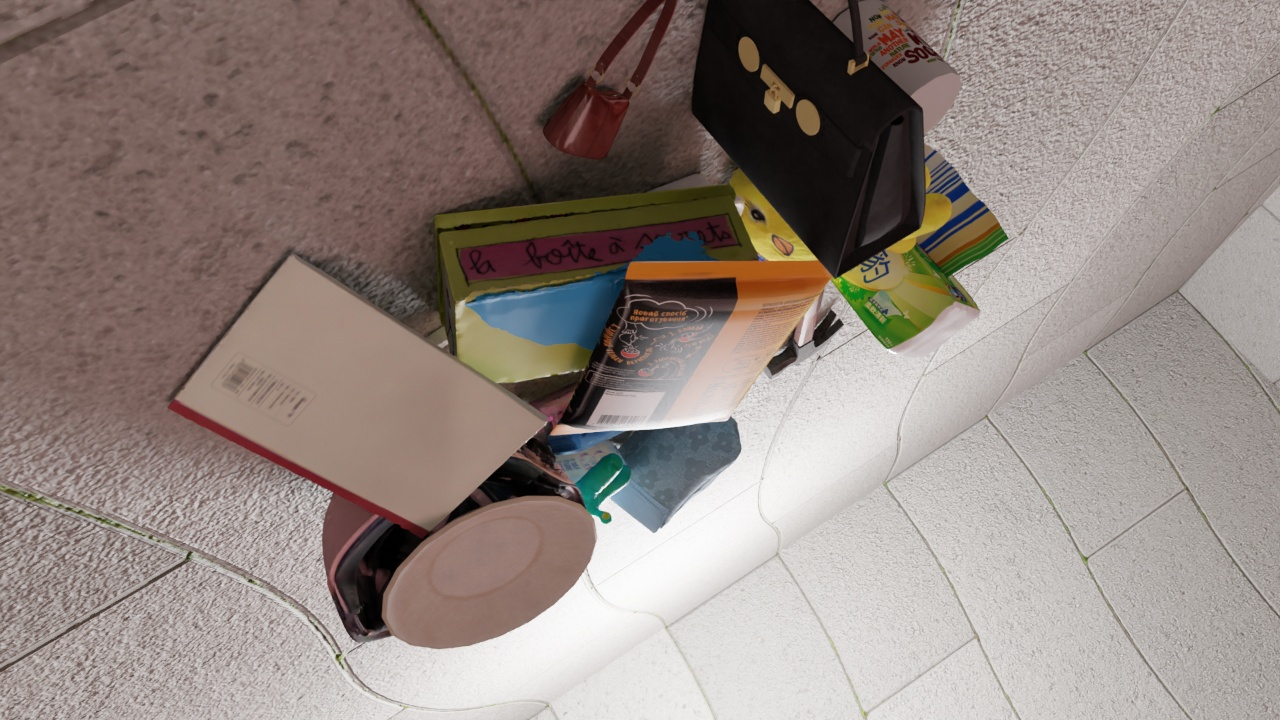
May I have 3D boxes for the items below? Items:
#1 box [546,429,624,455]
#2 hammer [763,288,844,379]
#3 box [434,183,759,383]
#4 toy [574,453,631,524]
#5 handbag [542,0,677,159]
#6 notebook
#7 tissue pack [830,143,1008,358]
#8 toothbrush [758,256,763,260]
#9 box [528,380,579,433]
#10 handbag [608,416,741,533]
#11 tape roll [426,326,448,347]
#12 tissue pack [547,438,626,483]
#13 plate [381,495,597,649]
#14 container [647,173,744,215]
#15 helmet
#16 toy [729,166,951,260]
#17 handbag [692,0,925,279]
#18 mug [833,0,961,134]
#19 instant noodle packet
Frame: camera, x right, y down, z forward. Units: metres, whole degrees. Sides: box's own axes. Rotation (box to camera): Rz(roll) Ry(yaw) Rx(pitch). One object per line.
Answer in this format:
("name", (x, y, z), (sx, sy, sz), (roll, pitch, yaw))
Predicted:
("box", (0.024, 0.041, 0.989), (0.231, 0.033, 0.175), (-23, -179, -23))
("hammer", (0.209, -0.071, 1.122), (0.111, 0.028, 0.301), (-30, 157, -10))
("box", (-0.034, -0.054, 0.675), (0.220, 0.080, 0.125), (-12, 150, -15))
("toy", (-0.086, 0.176, 0.984), (0.193, 0.072, 0.131), (-40, 154, -6))
("handbag", (-0.014, -0.185, 0.587), (0.055, 0.029, 0.120), (-6, 139, -54))
("notebook", (-0.192, 0.036, 0.638), (0.208, 0.012, 0.153), (36, 113, -28))
("tissue pack", (0.245, -0.117, 0.853), (0.142, 0.197, 0.120), (-42, 163, 24))
("toothbrush", (0.136, -0.093, 0.988), (0.018, 0.016, 0.182), (-35, 158, 15))
("box", (0.004, 0.019, 0.910), (0.229, 0.035, 0.160), (-23, -173, -29))
("handbag", (0.036, 0.118, 1.160), (0.192, 0.122, 0.118), (-49, -173, 19))
("tape roll", (-0.152, -0.003, 0.769), (0.093, 0.013, 0.093), (-29, 158, -14))
("tissue pack", (-0.107, 0.148, 1.067), (0.181, 0.070, 0.112), (-1, 141, -50))
("plate", (-0.127, 0.174, 0.774), (0.188, 0.027, 0.189), (-20, 138, -19))
("container", (0.030, -0.100, 0.780), (0.080, 0.049, 0.129), (-25, 156, -24))
("helmet", (-0.175, 0.135, 0.833), (0.230, 0.152, 0.255), (-40, 147, 11))
("toy", (0.156, -0.129, 0.771), (0.134, 0.208, 0.092), (43, 69, -34))
("handbag", (0.104, -0.180, 0.565), (0.072, 0.175, 0.196), (-30, 154, -9))
("mug", (0.177, -0.209, 0.711), (0.105, 0.089, 0.073), (-44, 156, 21))
("instant noodle packet", (0.035, -0.004, 0.685), (0.159, 0.032, 0.221), (-3, 148, -23))
